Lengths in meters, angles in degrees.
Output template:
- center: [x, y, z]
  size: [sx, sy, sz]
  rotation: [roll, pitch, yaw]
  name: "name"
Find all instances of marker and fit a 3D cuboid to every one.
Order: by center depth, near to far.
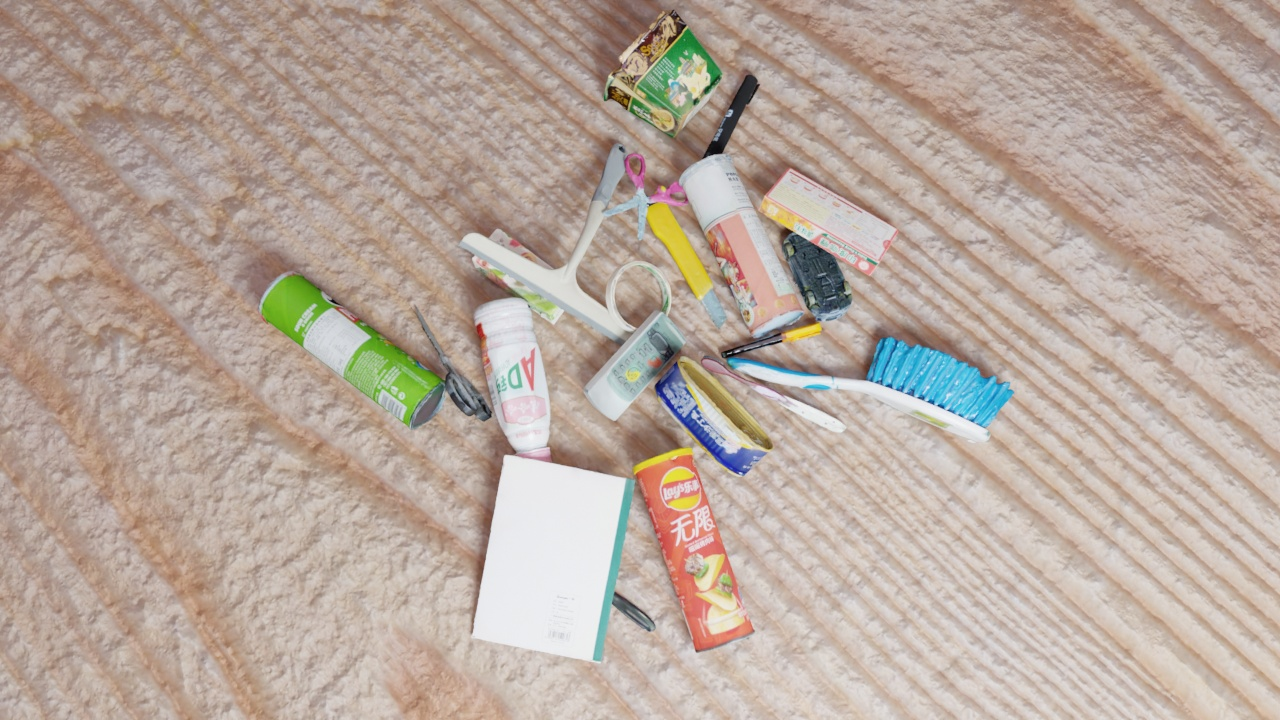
- center: [0.156, -0.022, 1.093]
  size: [0.124, 0.018, 0.015]
  rotation: [-16, 85, -2]
  name: "marker"
- center: [0.115, -0.303, 1.162]
  size: [0.022, 0.020, 0.132]
  rotation: [32, 76, -21]
  name: "marker"

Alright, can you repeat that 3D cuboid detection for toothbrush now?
- center: [-0.057, 0.248, 1.035]
  size: [0.181, 0.018, 0.015]
  rotation: [36, 77, 8]
  name: "toothbrush"
- center: [0.155, 0.039, 1.072]
  size: [0.187, 0.017, 0.016]
  rotation: [26, 113, -1]
  name: "toothbrush"

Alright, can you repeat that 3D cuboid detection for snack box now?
- center: [0.227, -0.169, 1.105]
  size: [0.156, 0.027, 0.076]
  rotation: [32, 49, 9]
  name: "snack box"
- center: [0.033, -0.345, 1.135]
  size: [0.105, 0.117, 0.118]
  rotation: [43, 83, -2]
  name: "snack box"

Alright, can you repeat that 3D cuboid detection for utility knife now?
- center: [0.054, -0.122, 1.119]
  size: [0.033, 0.015, 0.197]
  rotation: [-26, 75, -6]
  name: "utility knife"

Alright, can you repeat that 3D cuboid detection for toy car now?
- center: [0.211, -0.104, 1.103]
  size: [0.054, 0.037, 0.120]
  rotation: [-17, 67, -5]
  name: "toy car"

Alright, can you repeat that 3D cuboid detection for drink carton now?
- center: [-0.139, -0.102, 1.105]
  size: [0.122, 0.045, 0.053]
  rotation: [36, 79, 9]
  name: "drink carton"

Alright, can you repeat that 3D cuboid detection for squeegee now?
- center: [-0.056, -0.174, 1.097]
  size: [0.246, 0.039, 0.246]
  rotation: [32, 62, -20]
  name: "squeegee"

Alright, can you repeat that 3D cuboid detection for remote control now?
- center: [-0.006, 0.006, 1.074]
  size: [0.135, 0.019, 0.056]
  rotation: [-47, 122, -10]
  name: "remote control"

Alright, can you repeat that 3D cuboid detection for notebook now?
- center: [-0.097, 0.220, 1.022]
  size: [0.150, 0.012, 0.209]
  rotation: [11, 90, 2]
  name: "notebook"

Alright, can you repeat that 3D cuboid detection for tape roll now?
- center: [-0.002, -0.075, 1.088]
  size: [0.085, 0.014, 0.085]
  rotation: [1, 87, -32]
  name: "tape roll"

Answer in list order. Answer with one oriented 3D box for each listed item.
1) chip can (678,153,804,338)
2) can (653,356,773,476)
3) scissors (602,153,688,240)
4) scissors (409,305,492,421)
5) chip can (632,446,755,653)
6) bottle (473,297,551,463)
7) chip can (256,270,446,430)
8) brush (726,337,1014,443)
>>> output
- center: [0.120, -0.136, 1.094]
  size: [0.071, 0.071, 0.214]
  rotation: [-23, 77, -4]
  name: "chip can"
- center: [0.081, 0.063, 1.040]
  size: [0.148, 0.074, 0.049]
  rotation: [46, 110, 12]
  name: "can"
- center: [0.000, -0.204, 1.115]
  size: [0.133, 0.017, 0.124]
  rotation: [-27, 78, -33]
  name: "scissors"
- center: [-0.231, -0.001, 1.073]
  size: [0.014, 0.140, 0.173]
  rotation: [-37, 103, 8]
  name: "scissors"
- center: [0.057, 0.207, 1.013]
  size: [0.073, 0.073, 0.216]
  rotation: [-18, 77, -3]
  name: "chip can"
- center: [-0.142, 0.028, 1.064]
  size: [0.068, 0.068, 0.197]
  rotation: [-14, 82, -2]
  name: "bottle"
- center: [-0.335, -0.011, 1.074]
  size: [0.236, 0.072, 0.072]
  rotation: [35, 80, 9]
  name: "chip can"
- center: [0.264, 0.018, 1.066]
  size: [0.314, 0.060, 0.109]
  rotation: [24, 82, 10]
  name: "brush"
